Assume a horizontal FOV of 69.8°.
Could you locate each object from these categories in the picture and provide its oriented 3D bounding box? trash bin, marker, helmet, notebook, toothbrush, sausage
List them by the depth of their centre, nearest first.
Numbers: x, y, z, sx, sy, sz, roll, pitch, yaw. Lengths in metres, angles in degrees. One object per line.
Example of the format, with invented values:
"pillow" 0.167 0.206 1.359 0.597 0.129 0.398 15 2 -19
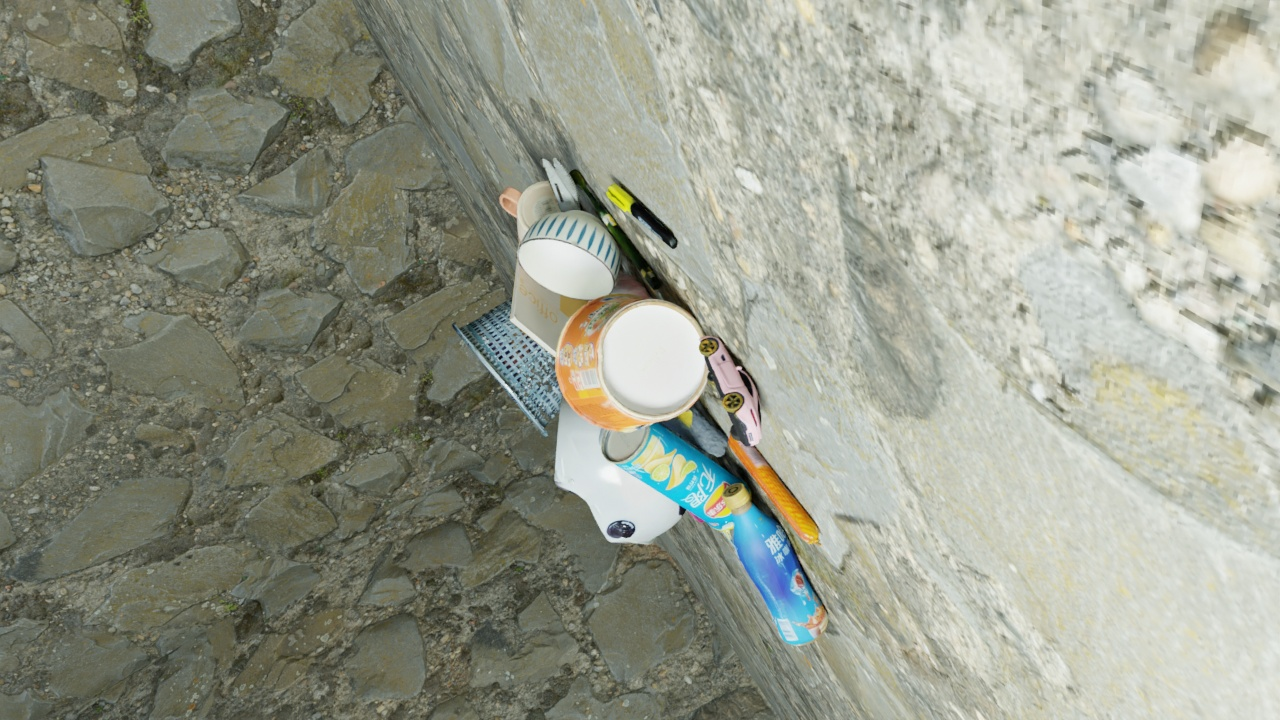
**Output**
"marker" 0.000 -0.135 0.857 0.124 0.015 0.018 49 170 45
"sausage" 0.139 0.132 0.966 0.165 0.021 0.021 54 170 35
"toothbrush" -0.029 -0.145 1.009 0.185 0.012 0.017 55 177 25
"notebook" -0.120 -0.087 1.253 0.146 0.010 0.205 42 -148 -35
"helmet" -0.001 0.133 1.311 0.258 0.146 0.228 47 -155 -26
"trash bin" -0.146 -0.028 1.423 0.226 0.195 0.227 49 173 8

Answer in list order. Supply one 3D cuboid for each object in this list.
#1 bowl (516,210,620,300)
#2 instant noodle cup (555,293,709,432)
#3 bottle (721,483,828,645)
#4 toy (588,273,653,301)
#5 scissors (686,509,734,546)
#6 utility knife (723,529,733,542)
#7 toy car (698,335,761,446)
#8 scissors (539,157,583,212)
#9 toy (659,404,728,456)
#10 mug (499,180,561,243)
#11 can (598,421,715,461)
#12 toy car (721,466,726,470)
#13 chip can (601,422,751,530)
"bowl" -0.074 -0.127 1.035 0.116 0.066 0.117 16 154 8
"instant noodle cup" -0.003 0.001 0.947 0.151 0.151 0.111 60 164 -8
"bottle" 0.157 0.244 1.110 0.219 0.065 0.065 62 172 -16
"toy" -0.030 -0.026 1.089 0.121 0.054 0.160 58 136 28
"scissors" 0.086 0.195 1.212 0.133 0.017 0.135 54 -166 9
"utility knife" 0.095 0.183 1.203 0.162 0.018 0.031 -106 -5 -52
"toy car" 0.086 0.025 0.857 0.056 0.037 0.122 73 177 -49
"scissors" -0.087 -0.160 1.071 0.206 0.015 0.194 35 150 -28
"toy" -0.007 0.007 1.205 0.137 0.091 0.356 31 -169 -35
"mug" -0.131 -0.185 1.184 0.114 0.081 0.106 34 168 2
"can" 0.021 0.107 1.189 0.146 0.058 0.058 21 176 -8
"toy car" 0.120 0.178 1.216 0.049 0.031 0.106 64 173 -25
"chip can" 0.046 0.133 1.091 0.210 0.071 0.071 37 -172 -39
